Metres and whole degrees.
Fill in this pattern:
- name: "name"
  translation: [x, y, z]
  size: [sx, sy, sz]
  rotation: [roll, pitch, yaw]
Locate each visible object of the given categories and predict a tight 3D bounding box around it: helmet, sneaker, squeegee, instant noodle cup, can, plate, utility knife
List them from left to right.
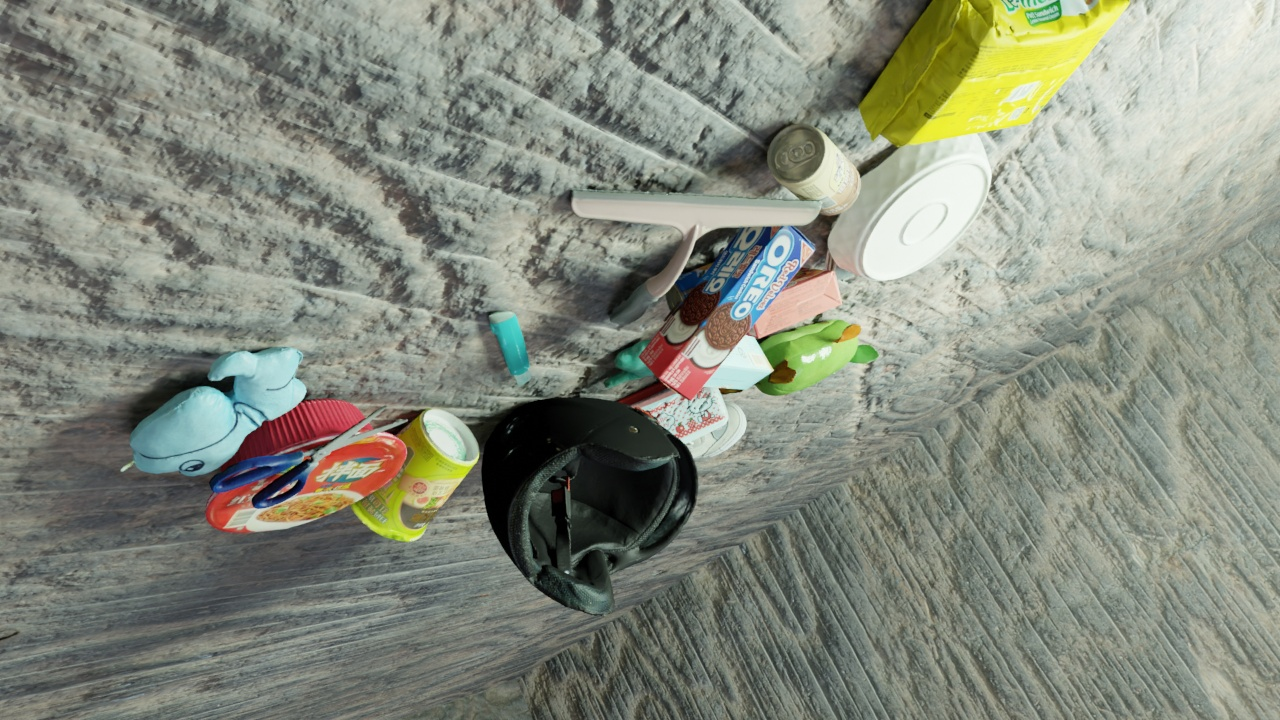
- name: "instant noodle cup"
  translation: [-0.332, 0.097, 0.897]
  size: [0.193, 0.066, 0.194]
  rotation: [-25, 159, -10]
- name: "instant noodle cup"
  translation: [-0.246, 0.120, 1.015]
  size: [0.124, 0.111, 0.111]
  rotation: [-44, 156, 19]
- name: "utility knife"
  translation: [-0.134, -0.010, 0.960]
  size: [0.029, 0.013, 0.187]
  rotation: [-22, 158, -9]
- name: "helmet"
  translation: [-0.064, 0.158, 1.131]
  size: [0.274, 0.230, 0.234]
  rotation: [8, 111, -45]
- name: "squeegee"
  translation: [0.017, -0.082, 0.906]
  size: [0.247, 0.040, 0.250]
  rotation: [-3, 159, -23]
- name: "sneaker"
  translation: [0.044, 0.124, 1.419]
  size: [0.243, 0.089, 0.090]
  rotation: [-27, 157, 17]
- name: "can"
  translation: [0.097, -0.086, 1.011]
  size: [0.134, 0.053, 0.053]
  rotation: [-22, 159, -15]
- name: "can"
  translation: [0.165, -0.178, 0.867]
  size: [0.059, 0.058, 0.116]
  rotation: [-35, 158, 20]
- name: "plate"
  translation: [0.310, -0.167, 1.037]
  size: [0.204, 0.045, 0.205]
  rotation: [-22, 146, -16]

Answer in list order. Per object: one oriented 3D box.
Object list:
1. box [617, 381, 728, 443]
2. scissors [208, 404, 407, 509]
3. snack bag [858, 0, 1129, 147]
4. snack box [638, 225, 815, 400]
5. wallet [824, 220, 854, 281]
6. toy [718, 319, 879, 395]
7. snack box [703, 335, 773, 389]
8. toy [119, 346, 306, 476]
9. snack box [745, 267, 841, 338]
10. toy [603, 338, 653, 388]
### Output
- name: "box"
  translation: [0.019, 0.090, 1.275]
  size: [0.201, 0.098, 0.095]
  rotation: [-24, 159, -7]
- name: "scissors"
  translation: [-0.296, 0.086, 0.807]
  size: [0.162, 0.012, 0.163]
  rotation: [-1, 145, -49]
- name: "snack bag"
  translation: [0.326, -0.272, 0.833]
  size: [0.246, 0.068, 0.158]
  rotation: [-17, 158, -28]
- name: "snack box"
  translation: [0.088, -0.060, 0.950]
  size: [0.057, 0.058, 0.207]
  rotation: [35, 98, -35]
- name: "wallet"
  translation: [0.284, -0.153, 1.112]
  size: [0.129, 0.037, 0.107]
  rotation: [-23, 149, -14]
- name: "toy"
  translation: [0.230, -0.003, 1.329]
  size: [0.246, 0.090, 0.228]
  rotation: [-20, 176, -39]
- name: "snack box"
  translation: [0.099, -0.008, 1.172]
  size: [0.052, 0.074, 0.174]
  rotation: [-38, 157, 25]
- name: "toy"
  translation: [-0.358, 0.048, 0.770]
  size: [0.156, 0.050, 0.162]
  rotation: [-19, 154, -27]
- name: "snack box"
  translation: [0.155, -0.072, 1.086]
  size: [0.113, 0.044, 0.127]
  rotation: [-23, -166, -15]
- name: "toy"
  translation: [-0.007, 0.007, 1.142]
  size: [0.096, 0.030, 0.092]
  rotation: [-24, 158, 7]
